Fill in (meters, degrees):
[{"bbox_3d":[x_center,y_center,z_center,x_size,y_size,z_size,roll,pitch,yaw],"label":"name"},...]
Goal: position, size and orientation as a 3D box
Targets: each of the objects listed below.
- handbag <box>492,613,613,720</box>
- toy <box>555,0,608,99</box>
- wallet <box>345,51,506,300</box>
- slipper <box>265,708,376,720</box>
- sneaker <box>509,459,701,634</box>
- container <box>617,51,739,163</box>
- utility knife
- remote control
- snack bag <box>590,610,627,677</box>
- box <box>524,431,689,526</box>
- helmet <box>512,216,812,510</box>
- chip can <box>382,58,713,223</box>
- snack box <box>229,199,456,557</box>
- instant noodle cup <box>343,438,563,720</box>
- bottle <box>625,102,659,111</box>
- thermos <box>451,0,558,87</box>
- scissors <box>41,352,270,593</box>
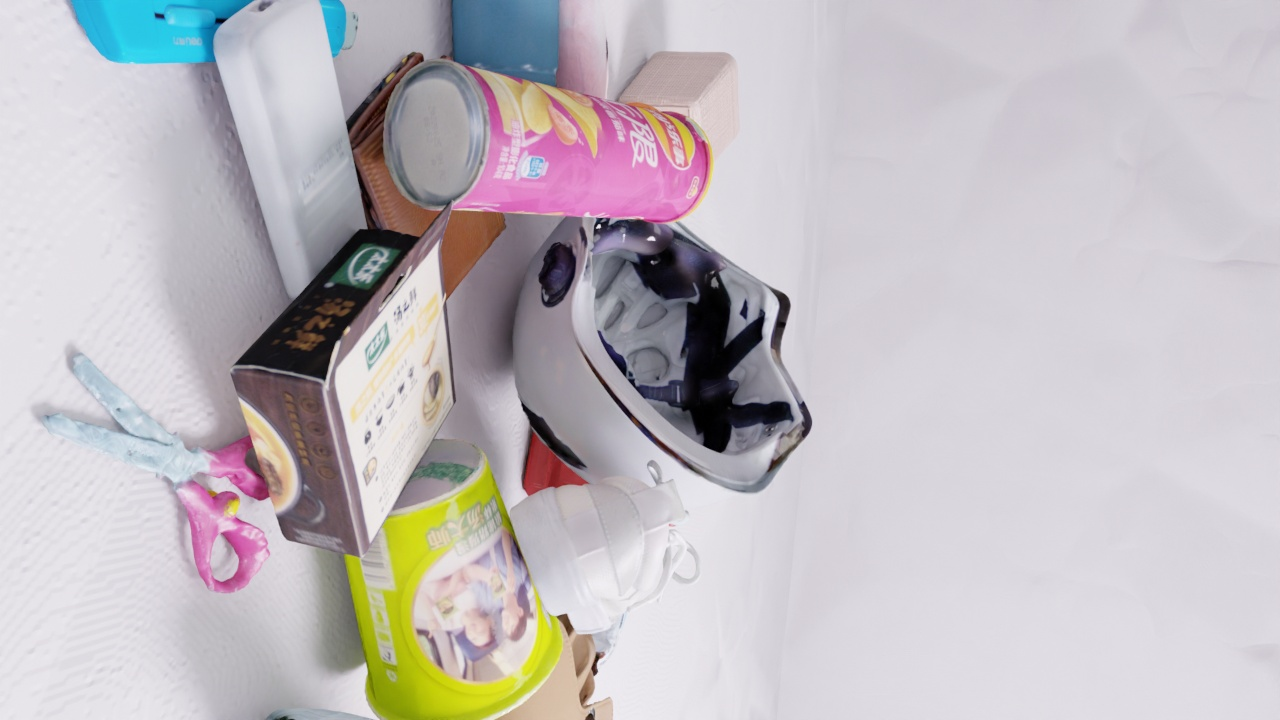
[{"bbox_3d":[-0.078,0.252,0.627,0.147,0.100,0.204,20,70,-75],"label":"handbag"},{"bbox_3d":[-0.050,-0.197,0.630,0.121,0.054,0.160,-105,-165,-52],"label":"toy"},{"bbox_3d":[-0.120,-0.090,0.503,0.125,0.032,0.101,78,27,-43],"label":"wallet"},{"bbox_3d":[-0.132,0.249,0.457,0.246,0.104,0.074,88,19,-44],"label":"slipper"},{"bbox_3d":[-0.016,0.109,0.553,0.242,0.090,0.089,92,-25,-73],"label":"sneaker"},{"bbox_3d":[0.035,-0.230,0.869,0.110,0.090,0.090,-60,151,-47],"label":"container"},{"bbox_3d":[-0.160,-0.138,0.373,0.159,0.018,0.034,-46,138,-66],"label":"utility knife"},{"bbox_3d":[-0.147,-0.088,0.398,0.136,0.020,0.055,93,14,-44],"label":"remote control"},{"bbox_3d":[-0.027,0.209,0.743,0.048,0.026,0.104,120,-7,-52],"label":"snack bag"},{"bbox_3d":[-0.016,0.104,0.783,0.201,0.102,0.095,42,56,-70],"label":"box"},{"bbox_3d":[-0.004,0.004,0.661,0.229,0.146,0.258,33,41,-30],"label":"helmet"},{"bbox_3d":[-0.040,-0.114,0.509,0.210,0.071,0.071,-11,107,-57],"label":"chip can"},{"bbox_3d":[-0.124,0.004,0.415,0.113,0.053,0.126,-70,166,-51],"label":"snack box"},{"bbox_3d":[-0.107,0.111,0.491,0.111,0.112,0.123,-52,136,-60],"label":"instant noodle cup"},{"bbox_3d":[-0.001,-0.160,0.822,0.150,0.067,0.066,81,21,-60],"label":"bottle"},{"bbox_3d":[-0.079,-0.235,0.528,0.070,0.070,0.220,-35,129,-68],"label":"thermos"},{"bbox_3d":[-0.180,0.034,0.370,0.138,0.017,0.083,73,29,-45],"label":"scissors"}]
